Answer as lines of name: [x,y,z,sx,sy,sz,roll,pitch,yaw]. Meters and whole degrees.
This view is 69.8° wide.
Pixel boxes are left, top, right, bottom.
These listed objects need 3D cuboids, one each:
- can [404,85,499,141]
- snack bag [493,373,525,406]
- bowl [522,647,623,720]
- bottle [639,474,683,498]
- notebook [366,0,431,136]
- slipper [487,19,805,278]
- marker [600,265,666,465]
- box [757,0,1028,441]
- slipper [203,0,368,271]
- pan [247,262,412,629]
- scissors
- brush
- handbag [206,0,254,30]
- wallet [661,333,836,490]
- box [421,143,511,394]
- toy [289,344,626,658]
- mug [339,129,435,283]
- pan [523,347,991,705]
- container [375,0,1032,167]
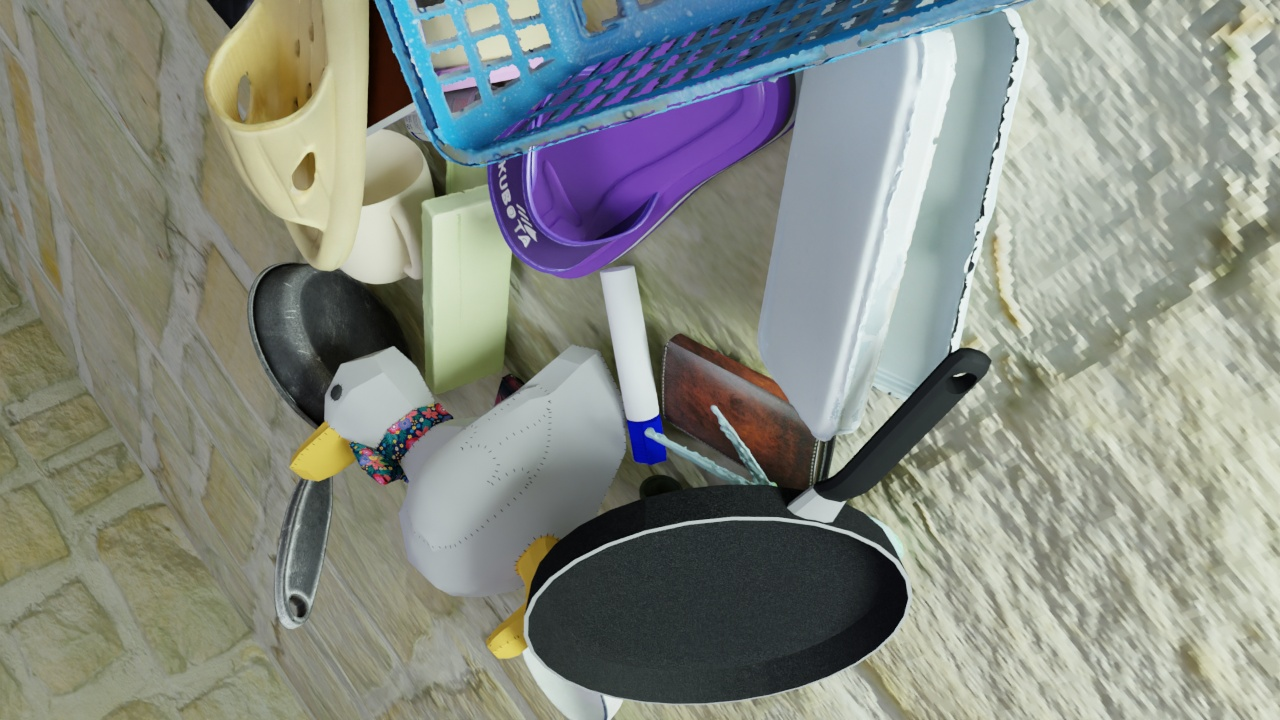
can: [-0.131,-0.174,0.649,0.095,0.032,0.032,10,122,46]
snack bag: [-0.107,0.080,0.820,0.074,0.018,0.156,44,143,17]
bowl: [-0.053,0.277,0.860,0.118,0.062,0.118,28,134,34]
bottle: [0.004,0.168,0.707,0.071,0.071,0.207,36,138,28]
notebook: [-0.191,-0.244,0.554,0.172,0.022,0.209,-1,106,53]
slipper: [-0.028,-0.114,0.528,0.267,0.083,0.107,-21,98,53]
marker: [-0.004,0.004,0.619,0.027,0.023,0.133,-154,52,-68]
box: [0.093,-0.063,0.430,0.123,0.083,0.216,24,132,33]
slipper: [-0.216,-0.167,0.541,0.111,0.079,0.262,49,138,30]
pan: [-0.265,0.054,0.782,0.055,0.356,0.187,-28,136,18]
scissors: [0.085,0.082,0.561,0.160,0.024,0.171,11,146,40]
brush: [-0.134,-0.195,0.590,0.229,0.089,0.043,10,118,46]
handbag: [-0.274,-0.323,0.685,0.153,0.114,0.125,50,120,16]
wallet: [0.065,0.035,0.582,0.123,0.019,0.072,30,135,33]
box: [-0.146,-0.063,0.709,0.091,0.083,0.188,33,138,23]
toy: [-0.119,0.078,0.664,0.267,0.247,0.141,54,-171,20]
mug: [-0.203,-0.108,0.725,0.120,0.096,0.100,44,153,29]
pan: [0.070,0.104,0.503,0.034,0.225,0.358,-94,26,-43]
container: [0.045,-0.229,0.289,0.363,0.089,0.257,-7,111,34]
